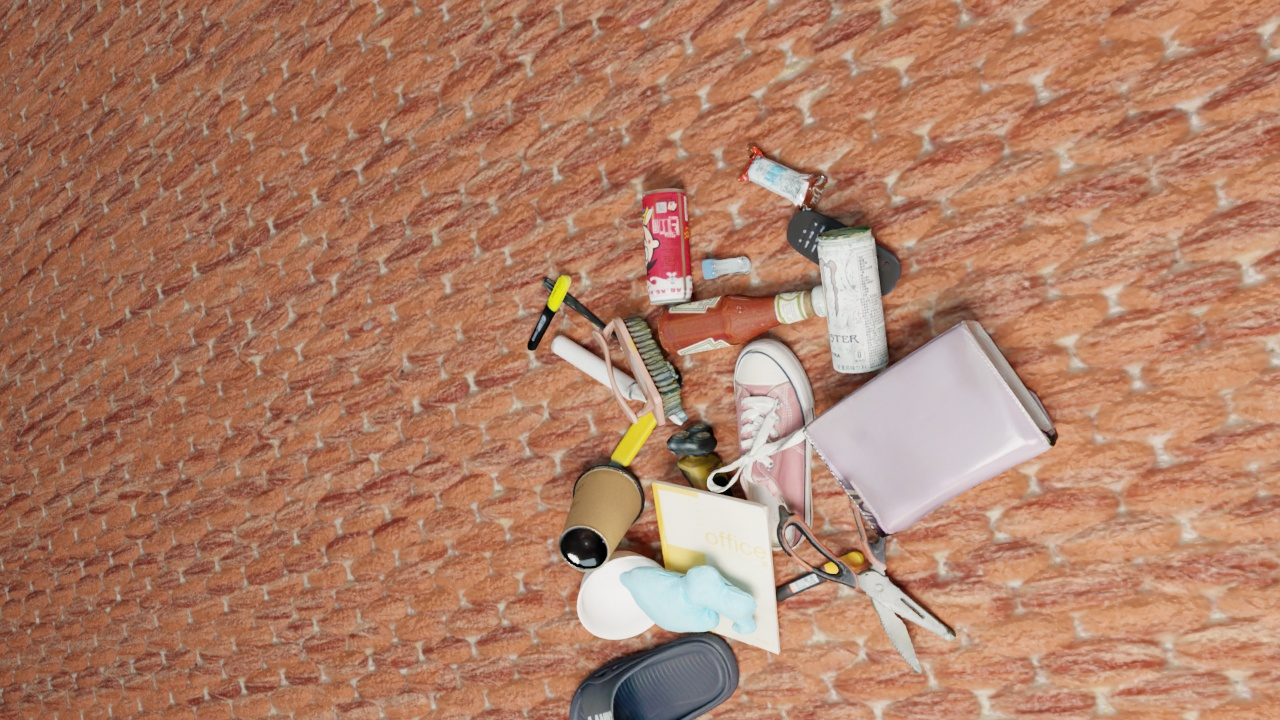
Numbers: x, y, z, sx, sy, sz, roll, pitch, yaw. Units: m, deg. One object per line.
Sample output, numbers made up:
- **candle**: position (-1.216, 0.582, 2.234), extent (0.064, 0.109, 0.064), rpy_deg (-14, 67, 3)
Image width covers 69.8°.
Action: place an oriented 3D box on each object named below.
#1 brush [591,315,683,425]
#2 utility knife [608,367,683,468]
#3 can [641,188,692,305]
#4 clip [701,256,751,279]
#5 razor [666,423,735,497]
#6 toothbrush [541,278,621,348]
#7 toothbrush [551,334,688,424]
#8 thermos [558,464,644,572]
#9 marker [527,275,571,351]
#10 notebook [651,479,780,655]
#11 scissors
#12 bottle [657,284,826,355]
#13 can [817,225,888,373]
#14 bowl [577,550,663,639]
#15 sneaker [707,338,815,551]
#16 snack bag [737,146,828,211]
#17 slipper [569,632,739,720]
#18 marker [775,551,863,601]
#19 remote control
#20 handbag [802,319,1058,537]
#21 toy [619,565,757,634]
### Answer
- **brush**: position (-0.006, 0.006, 1.087), extent (0.073, 0.063, 0.145), rpy_deg (-23, 58, -6)
- **utility knife**: position (0.002, 0.081, 1.144), extent (0.033, 0.015, 0.178), rpy_deg (47, 116, 30)
- **can**: position (0.032, -0.134, 1.091), extent (0.053, 0.053, 0.132), rpy_deg (-3, 91, 32)
- **clip**: position (0.102, -0.110, 1.070), extent (0.058, 0.044, 0.027), rpy_deg (-5, 88, 27)
- **razor**: position (0.089, 0.155, 1.073), extent (0.068, 0.062, 0.167), rpy_deg (-34, 78, 59)
- **toothbrush**: position (-0.067, -0.056, 1.180), extent (0.181, 0.018, 0.016), rpy_deg (39, 119, 26)
- **toothbrush**: position (-0.029, 0.025, 1.140), extent (0.221, 0.027, 0.026), rpy_deg (31, 65, 33)
- **thermos**: position (-0.051, 0.190, 1.112), extent (0.093, 0.143, 0.093), rpy_deg (5, 112, 12)
- **marker**: position (-0.122, -0.061, 1.205), extent (0.018, 0.015, 0.124), rpy_deg (48, 124, 28)
- **notebook**: position (0.088, 0.237, 1.055), extent (0.146, 0.010, 0.206), rpy_deg (9, 121, 31)
- **scissors**: position (0.238, 0.219, 0.971), extent (0.189, 0.015, 0.224), rpy_deg (3, 75, -2)
- **bottle**: position (0.118, -0.049, 1.040), extent (0.207, 0.059, 0.059), rpy_deg (-11, 87, 32)
- **can**: position (0.221, -0.063, 0.954), extent (0.058, 0.058, 0.147), rpy_deg (-2, 107, 32)
- **bowl**: position (-0.028, 0.277, 1.136), extent (0.118, 0.118, 0.064), rpy_deg (-70, 24, 15)
- **sneaker**: position (0.140, 0.097, 1.016), extent (0.118, 0.087, 0.241), rpy_deg (-4, 92, 32)
- **snack bag**: position (0.155, -0.203, 1.026), extent (0.105, 0.026, 0.045), rpy_deg (32, 99, 26)
- **slipper**: position (-0.003, 0.417, 1.127), extent (0.269, 0.083, 0.110), rpy_deg (-35, 72, 27)
- **marker**: position (0.198, 0.244, 1.032), extent (0.124, 0.015, 0.018), rpy_deg (-35, 73, 31)
- **remote control**: position (0.220, -0.117, 0.991), extent (0.136, 0.024, 0.053), rpy_deg (35, 115, 22)
- **handbag**: position (0.288, 0.070, 0.917), extent (0.197, 0.098, 0.145), rpy_deg (-38, 72, 27)
- **toy**: position (0.054, 0.278, 1.062), extent (0.161, 0.049, 0.157), rpy_deg (32, 134, 4)
